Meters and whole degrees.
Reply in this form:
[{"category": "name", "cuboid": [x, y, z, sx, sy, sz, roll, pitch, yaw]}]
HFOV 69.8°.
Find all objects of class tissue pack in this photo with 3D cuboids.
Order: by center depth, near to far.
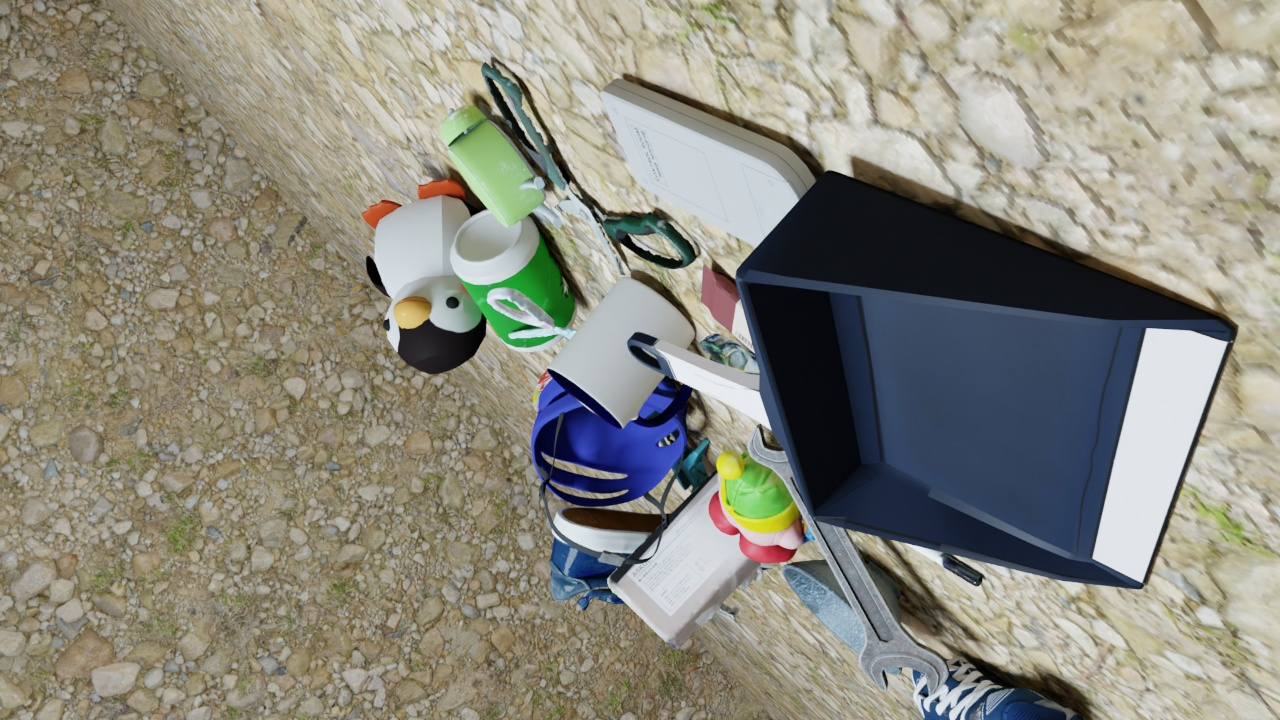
[{"category": "tissue pack", "cuboid": [0.068, 0.193, 0.901, 0.104, 0.181, 0.071, 37, 160, 31]}]

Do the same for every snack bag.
[{"category": "snack bag", "cuboid": [0.099, -0.003, 0.610, 0.158, 0.013, 0.057, 42, 165, 18]}]

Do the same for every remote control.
[{"category": "remote control", "cuboid": [0.040, -0.102, 0.494, 0.151, 0.019, 0.074, 36, 163, 40]}]

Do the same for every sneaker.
[{"category": "sneaker", "cuboid": [0.284, 0.305, 0.785, 0.132, 0.103, 0.269, 47, 171, 31]}, {"category": "sneaker", "cuboid": [0.027, 0.233, 1.008, 0.294, 0.127, 0.121, 8, -173, -32]}]

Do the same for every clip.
[{"category": "clip", "cuboid": [0.046, 0.106, 1.027, 0.097, 0.026, 0.116, 39, 157, 38]}]

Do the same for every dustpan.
[{"category": "dustpan", "cuboid": [0.113, 0.024, 0.466, 0.273, 0.080, 0.236, 32, 160, 35]}]

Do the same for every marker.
[{"category": "marker", "cuboid": [0.197, 0.131, 0.706, 0.152, 0.011, 0.011, 31, 159, 47]}]

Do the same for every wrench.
[{"category": "wrench", "cuboid": [0.167, 0.164, 0.743, 0.070, 0.010, 0.273, -23, 103, 31]}]

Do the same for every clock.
[{"category": "clock", "cuboid": [-0.121, -0.157, 0.748, 0.119, 0.042, 0.094, 49, 172, 22]}]

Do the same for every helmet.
[{"category": "helmet", "cuboid": [-0.037, 0.107, 0.903, 0.147, 0.227, 0.242, 17, 146, -16]}]

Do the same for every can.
[{"category": "can", "cuboid": [-0.122, -0.077, 0.900, 0.088, 0.087, 0.140, 36, 163, 36]}]

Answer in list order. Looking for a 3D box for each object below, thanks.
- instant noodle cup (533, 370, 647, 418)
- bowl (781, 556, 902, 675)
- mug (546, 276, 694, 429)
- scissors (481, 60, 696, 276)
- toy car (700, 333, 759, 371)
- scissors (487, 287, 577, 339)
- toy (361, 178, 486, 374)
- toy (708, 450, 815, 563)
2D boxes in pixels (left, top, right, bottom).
[{"category": "instant noodle cup", "cuboid": [-0.051, 0.053, 1.067, 0.112, 0.100, 0.100, 44, 169, -28]}, {"category": "bowl", "cuboid": [0.200, 0.218, 0.842, 0.137, 0.057, 0.137, 43, 166, 13]}, {"category": "mug", "cuboid": [-0.004, 0.004, 0.751, 0.112, 0.096, 0.079, 43, 168, -23]}, {"category": "scissors", "cuboid": [-0.035, -0.123, 0.667, 0.206, 0.015, 0.202, 31, 161, 47]}, {"category": "toy car", "cuboid": [0.082, 0.009, 0.664, 0.090, 0.027, 0.039, 41, 172, -11]}, {"category": "scissors", "cuboid": [-0.068, -0.032, 0.830, 0.171, 0.013, 0.176, 0, 163, 37]}, {"category": "toy", "cuboid": [-0.210, -0.071, 0.972, 0.140, 0.159, 0.183, 40, -143, -58]}, {"category": "toy", "cuboid": [0.105, 0.125, 0.810, 0.124, 0.096, 0.132, 48, 143, 35]}]
